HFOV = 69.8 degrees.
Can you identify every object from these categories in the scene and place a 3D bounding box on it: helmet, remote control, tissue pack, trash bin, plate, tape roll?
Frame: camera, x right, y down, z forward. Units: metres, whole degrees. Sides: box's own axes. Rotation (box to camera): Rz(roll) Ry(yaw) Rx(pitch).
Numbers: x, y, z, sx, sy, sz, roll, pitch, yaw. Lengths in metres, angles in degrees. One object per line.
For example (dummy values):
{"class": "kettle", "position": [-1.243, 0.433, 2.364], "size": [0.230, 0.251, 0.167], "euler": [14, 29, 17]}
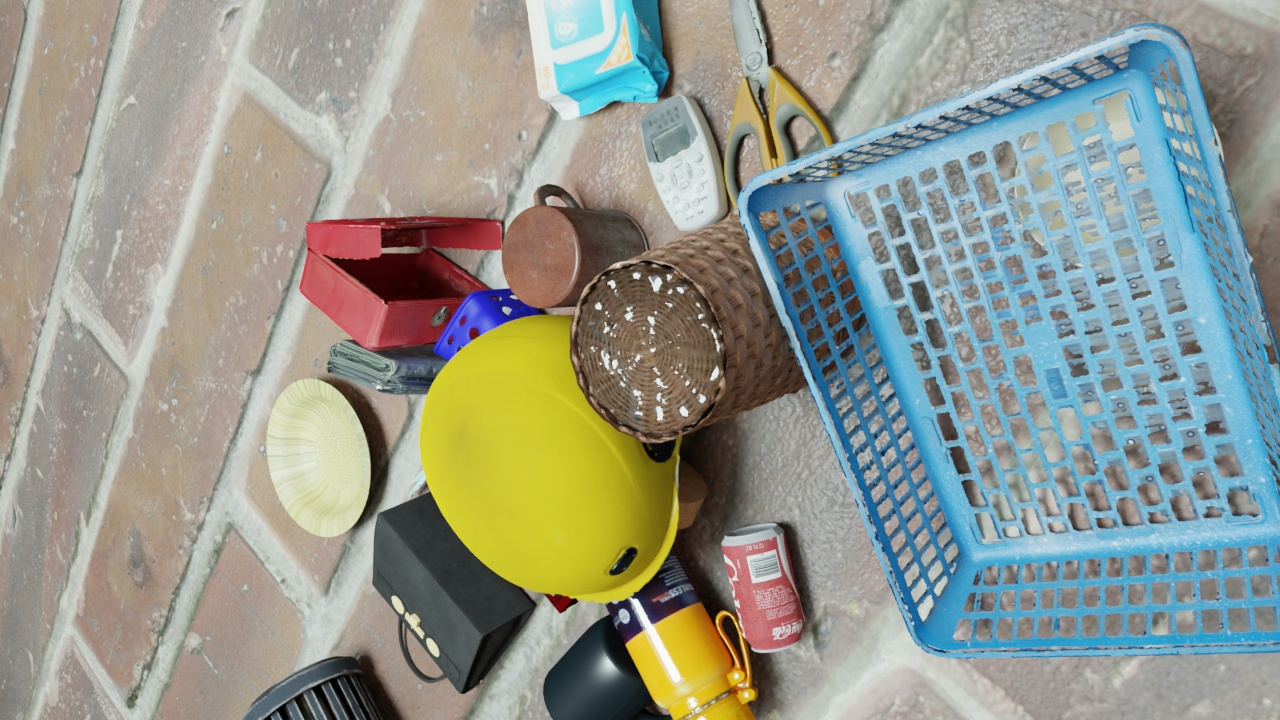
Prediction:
{"class": "helmet", "position": [-0.083, 0.077, 0.714], "size": [0.210, 0.139, 0.239], "euler": [-28, 71, 28]}
{"class": "remote control", "position": [0.038, -0.167, 0.784], "size": [0.060, 0.028, 0.114], "euler": [-19, 84, 33]}
{"class": "tissue pack", "position": [-0.043, -0.318, 0.803], "size": [0.117, 0.065, 0.209], "euler": [-7, 93, 35]}
{"class": "trash bin", "position": [-0.333, 0.463, 1.023], "size": [0.165, 0.164, 0.227], "euler": [-49, 65, 27]}
{"class": "plate", "position": [-0.366, 0.112, 1.077], "size": [0.185, 0.036, 0.184], "euler": [4, 98, 33]}
{"class": "trash bin", "position": [0.054, -0.032, 0.671], "size": [0.151, 0.209, 0.151], "euler": [7, 104, 32]}
{"class": "tape roll", "position": [0.010, 0.107, 0.793], "size": [0.094, 0.093, 0.027], "euler": [33, 111, 27]}

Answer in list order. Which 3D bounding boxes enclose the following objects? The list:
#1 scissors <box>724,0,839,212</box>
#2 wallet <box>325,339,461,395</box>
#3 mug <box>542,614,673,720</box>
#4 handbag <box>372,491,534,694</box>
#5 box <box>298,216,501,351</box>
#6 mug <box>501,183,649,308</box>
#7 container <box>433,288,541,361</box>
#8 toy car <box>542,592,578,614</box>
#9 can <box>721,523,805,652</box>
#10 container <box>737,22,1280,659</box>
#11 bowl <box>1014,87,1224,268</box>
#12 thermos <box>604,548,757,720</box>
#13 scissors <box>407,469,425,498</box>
{"class": "scissors", "position": [0.106, -0.228, 0.739], "size": [0.114, 0.016, 0.229], "euler": [-6, 92, 35]}
{"class": "wallet", "position": [-0.236, 0.007, 0.924], "size": [0.100, 0.131, 0.054], "euler": [12, 98, 31]}
{"class": "mug", "position": [-0.015, 0.300, 0.845], "size": [0.121, 0.085, 0.095], "euler": [35, 116, -5]}
{"class": "handbag", "position": [-0.226, 0.278, 0.998], "size": [0.176, 0.072, 0.196], "euler": [42, 126, 23]}
{"class": "box", "position": [-0.234, -0.080, 0.901], "size": [0.137, 0.157, 0.127], "euler": [14, 107, 34]}
{"class": "mug", "position": [-0.064, -0.105, 0.814], "size": [0.096, 0.110, 0.123], "euler": [-34, 76, 26]}
{"class": "container", "position": [-0.121, 0.000, 0.875], "size": [0.113, 0.085, 0.085], "euler": [47, 118, 19]}
{"class": "toy car", "position": [-0.102, 0.156, 0.891], "size": [0.170, 0.061, 0.070], "euler": [46, 117, 21]}
{"class": "can", "position": [0.103, 0.188, 0.764], "size": [0.054, 0.054, 0.096], "euler": [-15, 87, 34]}
{"class": "container", "position": [0.246, 0.009, 0.573], "size": [0.258, 0.089, 0.362], "euler": [-15, 104, 37]}
{"class": "bowl", "position": [0.308, -0.115, 0.590], "size": [0.115, 0.062, 0.115], "euler": [4, 97, 33]}
{"class": "thermos", "position": [0.021, 0.216, 0.794], "size": [0.092, 0.076, 0.232], "euler": [-43, 66, 30]}
{"class": "scissors", "position": [-0.210, 0.111, 0.955], "size": [0.179, 0.016, 0.101], "euler": [-45, 27, 32]}
